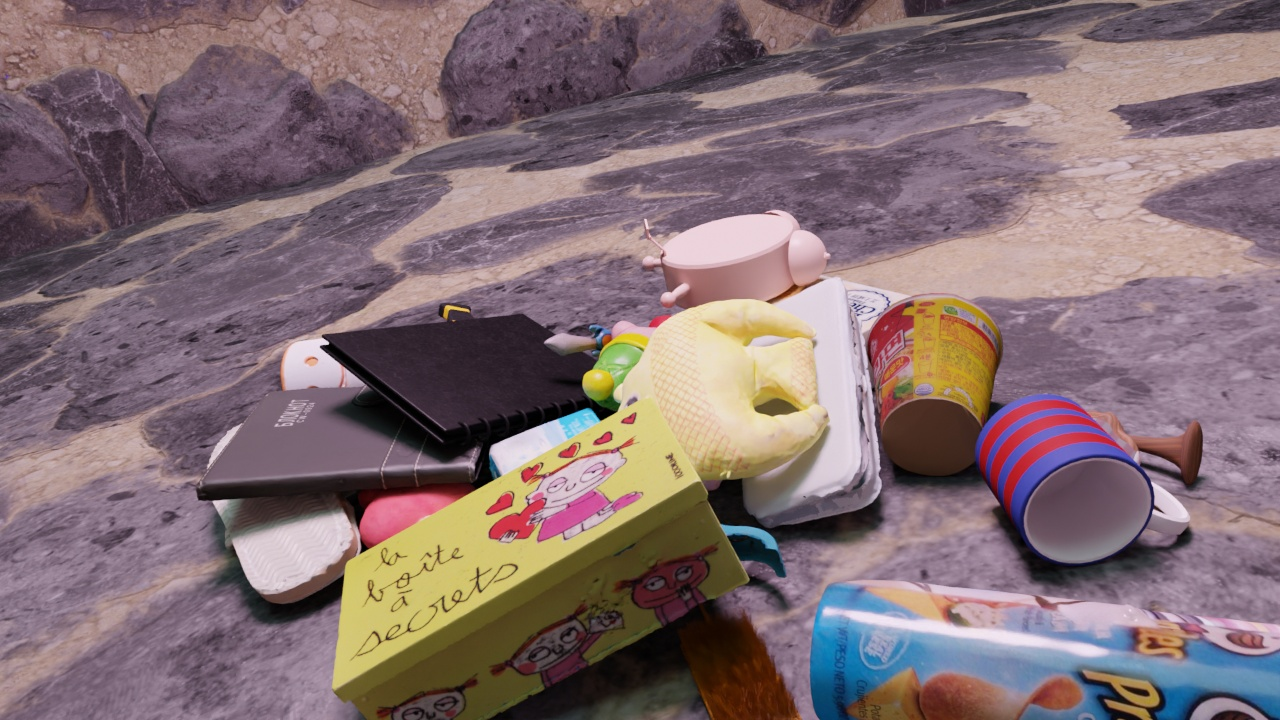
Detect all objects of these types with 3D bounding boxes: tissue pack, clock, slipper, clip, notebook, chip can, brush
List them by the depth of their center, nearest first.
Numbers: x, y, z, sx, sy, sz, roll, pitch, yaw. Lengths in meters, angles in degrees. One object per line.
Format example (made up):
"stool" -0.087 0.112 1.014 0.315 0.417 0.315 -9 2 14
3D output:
"chip can" 0.196 0.145 0.412 0.230 0.080 0.079 1 27 27
"brush" 0.047 0.162 0.517 0.048 0.017 0.126 -16 24 -8
"clip" 0.048 0.119 0.575 0.119 0.033 0.120 -11 16 33
"tissue pack" -0.054 0.091 0.672 0.092 0.062 0.144 -21 21 -13
"notebook" -0.224 0.059 0.747 0.209 0.029 0.169 -1 24 -1
"slipper" -0.289 0.113 0.752 0.114 0.054 0.273 -23 30 -18
"notebook" -0.128 0.009 0.792 0.169 0.019 0.230 31 24 30
"clock" 0.087 -0.106 0.879 0.160 0.086 0.131 -9 24 -4

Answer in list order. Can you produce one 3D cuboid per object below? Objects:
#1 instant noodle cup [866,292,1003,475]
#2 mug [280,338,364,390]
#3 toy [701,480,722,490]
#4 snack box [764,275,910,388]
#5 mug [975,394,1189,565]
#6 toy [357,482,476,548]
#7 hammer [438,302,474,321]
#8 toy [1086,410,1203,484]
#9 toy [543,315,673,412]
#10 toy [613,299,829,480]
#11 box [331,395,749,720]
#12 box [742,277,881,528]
"instant noodle cup" 0.211 0.021 0.666 0.100 0.100 0.112 -2 33 22
"mug" -0.299 0.015 0.939 0.105 0.082 0.082 -8 24 8
"toy" 0.046 0.069 0.691 0.064 0.047 0.109 -12 25 31
"snack box" 0.152 -0.032 0.849 0.104 0.057 0.208 -25 26 -26
"mug" 0.268 0.074 0.551 0.112 0.075 0.076 13 23 -6
"toy" -0.166 0.116 0.689 0.091 0.045 0.135 -23 30 -35
"hammer" -0.186 -0.027 0.996 0.169 0.034 0.324 8 10 -17
"toy" 0.304 0.053 0.604 0.054 0.041 0.102 -1 6 -33
"toy" -0.005 0.005 0.774 0.131 0.097 0.124 -27 71 -25
"toy" 0.053 0.021 0.654 0.155 0.065 0.170 -10 42 11
"box" -0.062 0.121 0.532 0.221 0.079 0.124 -26 24 1
"box" 0.125 0.032 0.677 0.118 0.063 0.213 -27 37 27
